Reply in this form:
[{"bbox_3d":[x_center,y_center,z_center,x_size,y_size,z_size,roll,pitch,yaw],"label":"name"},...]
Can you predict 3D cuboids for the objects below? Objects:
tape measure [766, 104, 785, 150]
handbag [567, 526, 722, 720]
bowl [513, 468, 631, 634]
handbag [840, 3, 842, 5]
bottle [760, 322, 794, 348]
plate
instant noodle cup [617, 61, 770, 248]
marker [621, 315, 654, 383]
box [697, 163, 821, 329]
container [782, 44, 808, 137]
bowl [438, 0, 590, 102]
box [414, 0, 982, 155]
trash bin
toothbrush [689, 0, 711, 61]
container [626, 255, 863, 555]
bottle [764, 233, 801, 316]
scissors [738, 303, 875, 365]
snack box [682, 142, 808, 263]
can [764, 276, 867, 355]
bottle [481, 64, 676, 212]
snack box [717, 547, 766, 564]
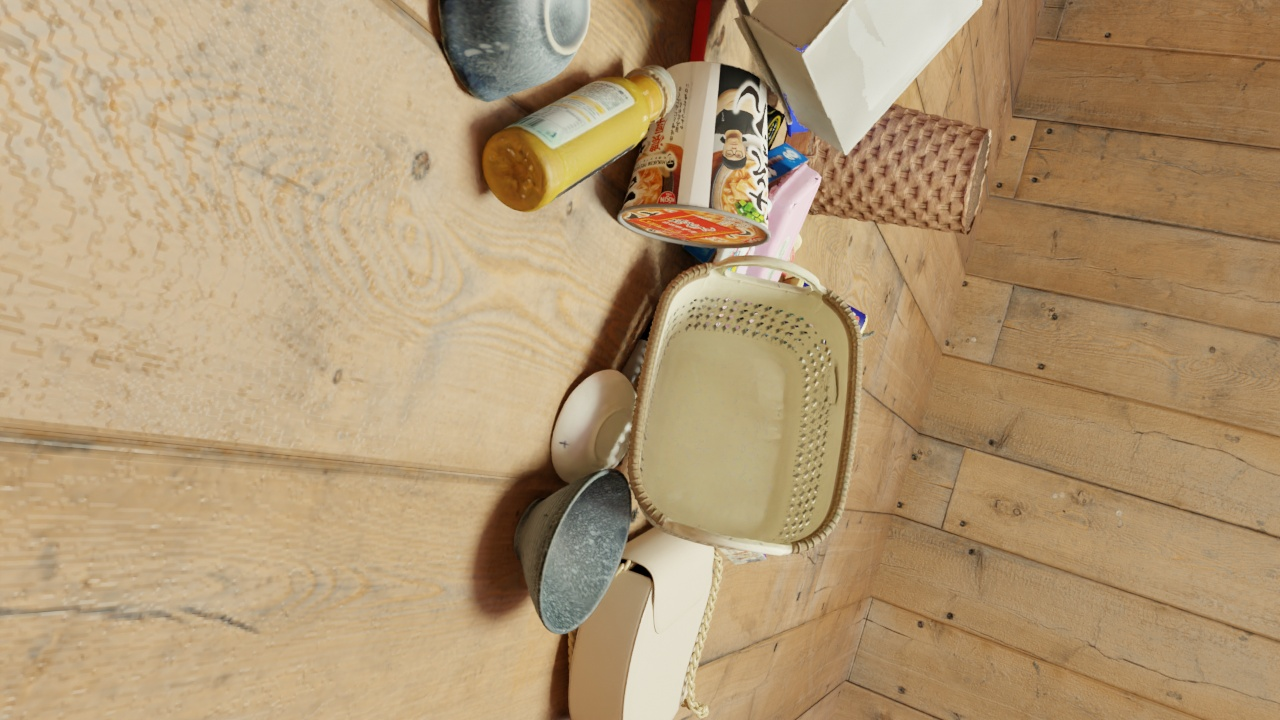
[{"bbox_3d":[0.114,-0.227,0.916,0.062,0.034,0.061,-66,164,15],"label":"tape measure"},{"bbox_3d":[0.012,0.281,0.932,0.210,0.103,0.209,-11,110,-64],"label":"handbag"},{"bbox_3d":[-0.065,0.145,0.742,0.136,0.057,0.137,-42,140,-48],"label":"bowl"},{"bbox_3d":[0.241,-0.401,0.909,0.074,0.176,0.151,-69,156,-7],"label":"handbag"},{"bbox_3d":[0.149,0.019,1.125,0.173,0.046,0.084,-53,148,-38],"label":"bottle"},{"bbox_3d":[-0.031,0.061,0.778,0.104,0.026,0.104,-32,133,-42],"label":"plate"},{"bbox_3d":[0.051,-0.165,0.740,0.123,0.124,0.121,19,78,-65],"label":"instant noodle cup"},{"bbox_3d":[-0.005,0.005,0.834,0.138,0.016,0.022,-60,167,-25],"label":"marker"},{"bbox_3d":[0.106,-0.086,0.907,0.152,0.038,0.202,-47,163,-37],"label":"box"},{"bbox_3d":[0.174,-0.295,0.932,0.096,0.058,0.114,-85,168,-50],"label":"container"},{"bbox_3d":[-0.064,-0.205,0.535,0.110,0.055,0.110,-43,141,-50],"label":"bowl"},{"bbox_3d":[0.043,-0.303,0.750,0.167,0.422,0.173,31,78,-64],"label":"box"},{"bbox_3d":[0.289,-0.232,1.071,0.150,0.210,0.151,-43,140,-50],"label":"trash bin"},{"bbox_3d":[0.048,-0.238,0.800,0.017,0.012,0.213,-26,128,-58],"label":"toothbrush"},{"bbox_3d":[0.083,0.049,0.793,0.143,0.184,0.245,109,-7,-70],"label":"container"},{"bbox_3d":[0.150,-0.104,1.059,0.109,0.044,0.044,-63,153,-23],"label":"bottle"},{"bbox_3d":[0.149,-0.011,0.984,0.202,0.202,0.015,49,22,-52],"label":"scissors"},{"bbox_3d":[0.105,-0.156,0.902,0.150,0.034,0.087,-37,163,-50],"label":"snack box"},{"bbox_3d":[0.199,-0.050,1.063,0.056,0.092,0.116,-62,-174,-2],"label":"can"},{"bbox_3d":[-0.033,-0.159,0.629,0.185,0.053,0.053,-46,143,-47],"label":"bottle"},{"bbox_3d":[0.096,0.140,1.019,0.148,0.041,0.143,53,26,-60],"label":"snack box"}]
